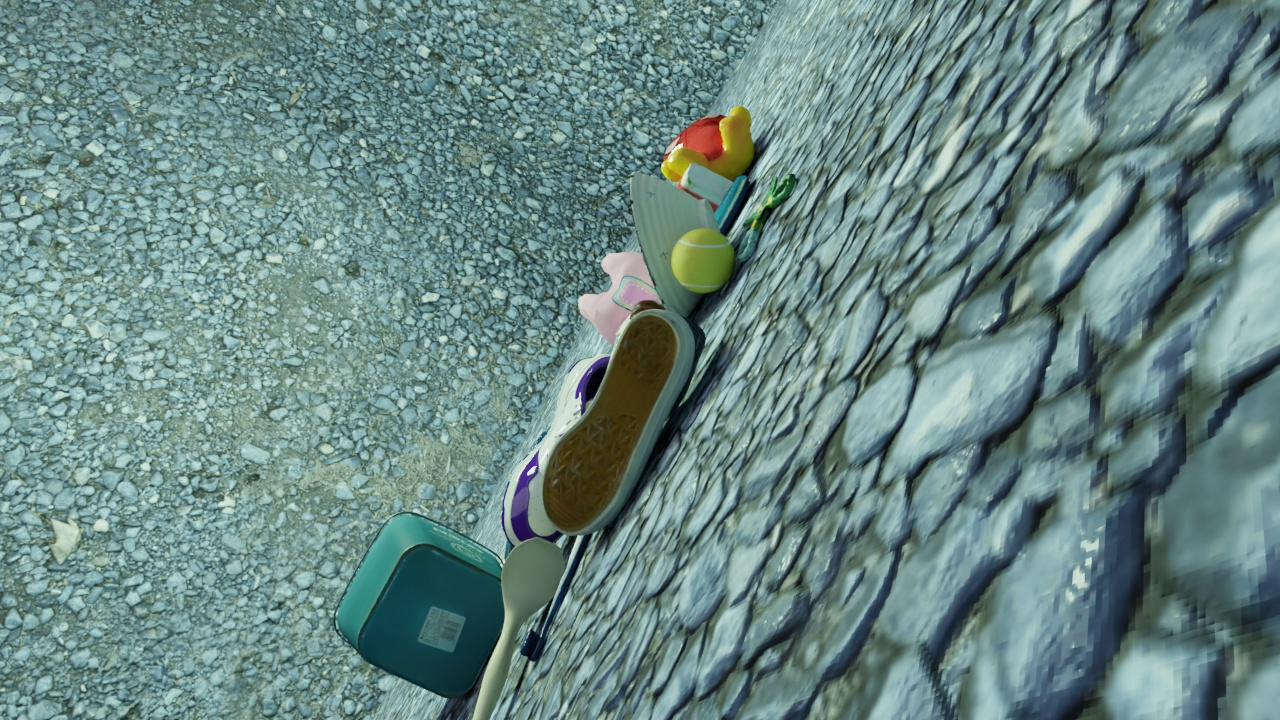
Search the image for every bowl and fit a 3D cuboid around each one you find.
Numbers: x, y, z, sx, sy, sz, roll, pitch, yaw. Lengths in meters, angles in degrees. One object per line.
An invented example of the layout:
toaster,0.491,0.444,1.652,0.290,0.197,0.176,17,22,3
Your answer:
bowl,0.050,-0.134,1.017,0.071,0.177,0.177,-16,21,14

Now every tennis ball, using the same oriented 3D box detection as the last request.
tennis ball,0.064,-0.101,0.930,0.065,0.065,0.065,-59,7,11

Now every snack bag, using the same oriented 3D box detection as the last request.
snack bag,0.077,-0.211,1.253,0.116,0.077,0.036,-50,18,56

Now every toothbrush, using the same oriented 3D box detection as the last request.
toothbrush,-0.070,0.195,0.867,0.016,0.017,0.189,-52,11,49

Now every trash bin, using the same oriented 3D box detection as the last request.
trash bin,-0.269,0.315,1.172,0.199,0.196,0.219,-64,14,-14

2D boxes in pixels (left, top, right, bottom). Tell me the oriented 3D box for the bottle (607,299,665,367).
bottle,-0.006,0.006,0.957,0.057,0.056,0.161,-53,16,49

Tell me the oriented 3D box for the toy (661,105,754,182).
toy,0.100,-0.300,1.330,0.147,0.099,0.216,-24,14,6

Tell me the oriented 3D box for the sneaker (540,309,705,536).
sneaker,-0.008,0.060,0.821,0.079,0.087,0.236,-4,-51,-55

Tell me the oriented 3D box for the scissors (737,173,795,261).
scissors,0.121,-0.144,0.922,0.127,0.011,0.126,-61,8,-11

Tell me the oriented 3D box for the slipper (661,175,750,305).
slipper,0.044,-0.116,1.181,0.295,0.060,0.118,-59,10,13

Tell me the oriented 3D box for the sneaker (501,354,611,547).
sneaker,-0.062,0.095,0.995,0.111,0.092,0.243,-23,39,57

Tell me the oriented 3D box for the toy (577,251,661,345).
toy,-0.007,-0.062,1.090,0.157,0.067,0.123,30,87,51

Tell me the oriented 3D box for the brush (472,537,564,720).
brush,-0.127,0.276,0.829,0.077,0.062,0.271,103,-177,-45

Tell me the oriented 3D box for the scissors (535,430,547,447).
scissors,-0.100,0.132,1.112,0.127,0.014,0.133,-43,-43,-31

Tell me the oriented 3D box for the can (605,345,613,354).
can,-0.030,0.024,1.150,0.100,0.054,0.058,-54,10,45

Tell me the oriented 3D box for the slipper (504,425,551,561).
slipper,-0.139,0.188,1.257,0.103,0.059,0.214,-83,9,-85
